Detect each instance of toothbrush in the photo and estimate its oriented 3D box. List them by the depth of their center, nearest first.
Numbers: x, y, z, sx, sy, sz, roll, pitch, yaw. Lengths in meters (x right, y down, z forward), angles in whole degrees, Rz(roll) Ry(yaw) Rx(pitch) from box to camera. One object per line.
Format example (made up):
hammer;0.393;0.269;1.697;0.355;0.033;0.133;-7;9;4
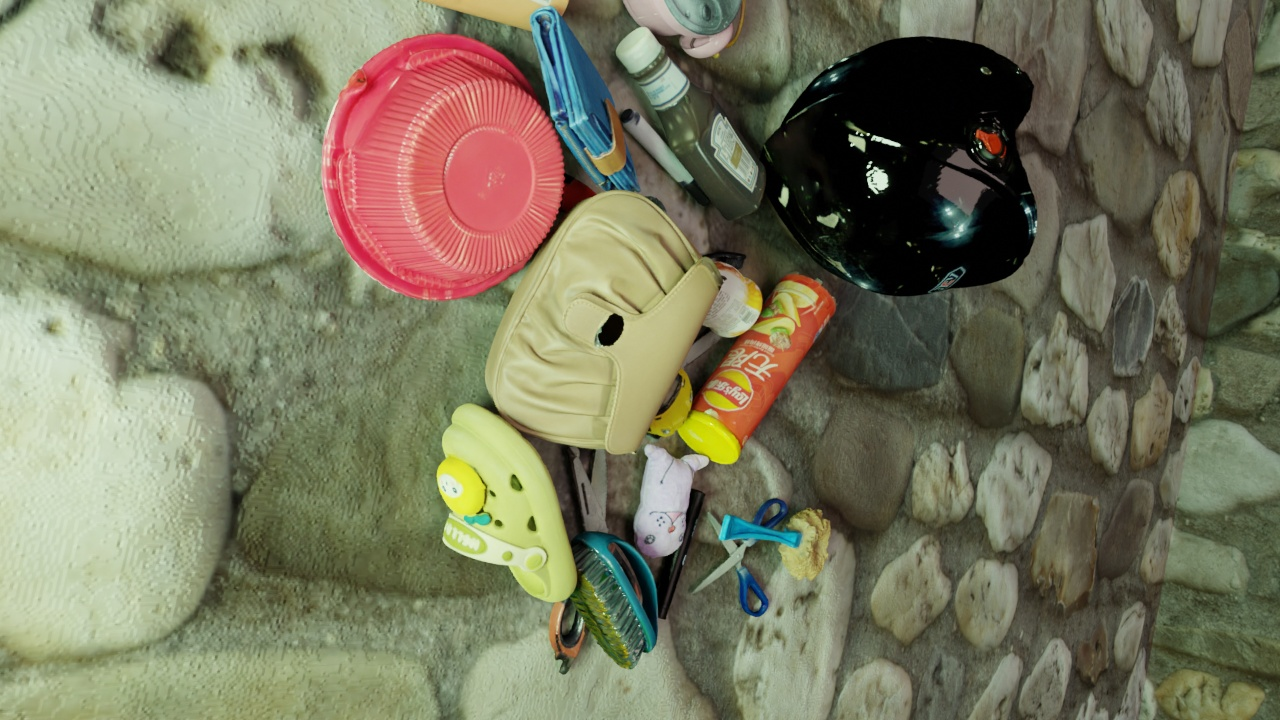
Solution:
toothbrush;0.039;-0.094;0.880;0.188;0.014;0.018;-8;114;-44

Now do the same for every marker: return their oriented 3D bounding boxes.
marker;0.026;-0.185;0.846;0.018;0.022;0.130;-40;134;13
marker;0.036;0.192;0.918;0.022;0.020;0.132;21;82;-15

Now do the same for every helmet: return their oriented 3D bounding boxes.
helmet;0.255;-0.178;0.919;0.229;0.234;0.274;-26;76;-24

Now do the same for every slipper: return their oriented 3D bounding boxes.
slipper;-0.109;0.126;0.714;0.081;0.092;0.191;-38;125;-32

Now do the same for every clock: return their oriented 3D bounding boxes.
clock;0.046;-0.337;0.816;0.158;0.060;0.117;16;84;-44

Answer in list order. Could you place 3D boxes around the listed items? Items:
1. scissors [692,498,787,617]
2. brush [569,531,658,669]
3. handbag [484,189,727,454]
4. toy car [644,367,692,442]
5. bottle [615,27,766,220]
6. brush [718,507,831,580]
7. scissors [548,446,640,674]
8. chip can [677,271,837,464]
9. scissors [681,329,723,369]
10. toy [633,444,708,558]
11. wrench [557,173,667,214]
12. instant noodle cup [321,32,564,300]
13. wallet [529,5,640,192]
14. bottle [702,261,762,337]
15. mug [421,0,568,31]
scissors;0.113;0.210;1.003;0.162;0.012;0.173;-51;128;-27
brush;-0.021;0.205;0.813;0.073;0.055;0.144;-42;123;-32
handbag;-0.028;-0.026;0.721;0.147;0.100;0.204;26;91;-16
toy car;-0.005;0.005;0.816;0.156;0.041;0.071;50;61;-22
bottle;0.048;-0.217;0.841;0.195;0.044;0.079;45;44;-34
brush;0.145;0.189;0.983;0.254;0.046;0.083;24;82;-53
scissors;-0.045;0.182;0.837;0.196;0.015;0.215;45;66;-39
chip can;0.121;0.005;0.937;0.216;0.073;0.073;-52;129;-28
scissors;0.037;0.013;0.896;0.174;0.014;0.136;8;89;-47
toy;0.025;0.137;0.882;0.083;0.039;0.108;12;87;-39
wrench;-0.071;-0.149;0.758;0.273;0.016;0.056;20;82;-45
instant noodle cup;-0.123;-0.132;0.657;0.193;0.066;0.194;-16;114;-39
wallet;-0.040;-0.195;0.710;0.133;0.040;0.106;37;35;-68
bottle;0.068;-0.065;0.877;0.108;0.063;0.063;27;77;-45
mug;-0.111;-0.282;0.658;0.122;0.078;0.078;0;96;-49
